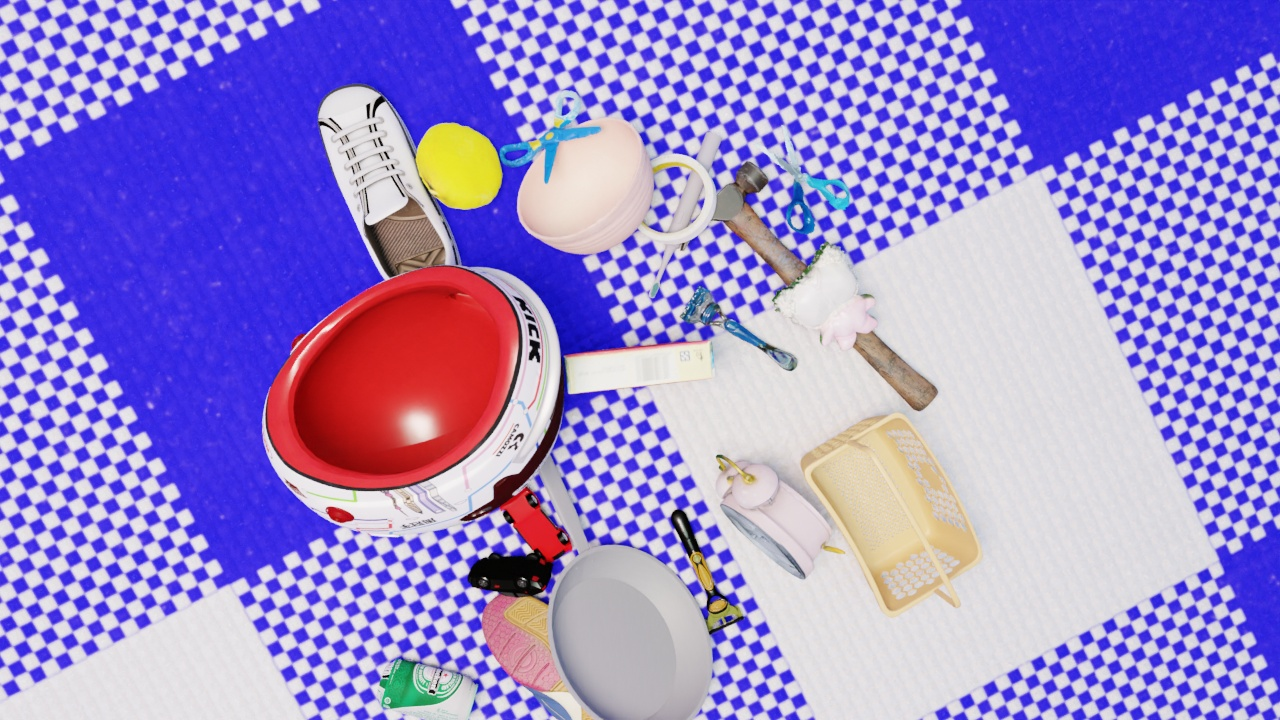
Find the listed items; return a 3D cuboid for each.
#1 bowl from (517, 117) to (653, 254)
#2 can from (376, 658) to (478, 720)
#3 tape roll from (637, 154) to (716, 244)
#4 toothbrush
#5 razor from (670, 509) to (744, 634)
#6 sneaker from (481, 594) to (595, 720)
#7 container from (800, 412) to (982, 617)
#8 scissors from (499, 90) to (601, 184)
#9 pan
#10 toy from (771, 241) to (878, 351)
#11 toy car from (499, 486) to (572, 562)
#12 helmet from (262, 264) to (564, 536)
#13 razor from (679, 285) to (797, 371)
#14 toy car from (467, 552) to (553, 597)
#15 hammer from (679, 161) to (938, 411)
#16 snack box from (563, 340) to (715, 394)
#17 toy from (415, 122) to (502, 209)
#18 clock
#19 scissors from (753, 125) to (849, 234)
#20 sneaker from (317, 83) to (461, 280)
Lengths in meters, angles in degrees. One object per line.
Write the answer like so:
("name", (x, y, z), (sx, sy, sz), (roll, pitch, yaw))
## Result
("bowl", (-0.045, -0.167, 0.942), (0.153, 0.153, 0.076), (-46, 137, 0))
("can", (-0.230, 0.358, 0.989), (0.101, 0.053, 0.053), (17, 92, -4))
("tape roll", (0.033, -0.171, 0.975), (0.094, 0.019, 0.094), (-2, 84, 17))
("toothbrush", (0.046, -0.156, 0.992), (0.018, 0.019, 0.188), (21, 92, -10))
("razor", (0.067, 0.231, 1.017), (0.044, 0.021, 0.144), (-24, 92, -2))
("sneaker", (-0.080, 0.353, 0.993), (0.116, 0.091, 0.242), (-43, 75, -6))
("container", (0.262, 0.156, 0.950), (0.129, 0.167, 0.183), (-30, 94, -2))
("scissors", (-0.092, -0.234, 0.958), (0.126, 0.013, 0.130), (-1, 65, 29))
("pan", (-0.051, 0.224, 0.968), (0.051, 0.200, 0.356), (-44, 71, 40))
("toy", (0.200, -0.060, 0.969), (0.096, 0.041, 0.109), (-44, 102, 6))
("toy car", (-0.114, 0.179, 0.999), (0.038, 0.025, 0.089), (-35, 103, 8))
("helmet", (-0.195, 0.042, 0.879), (0.315, 0.236, 0.231), (-23, 73, 14))
("razor", (0.113, -0.030, 1.004), (0.141, 0.018, 0.044), (31, 90, -5))
("toy car", (-0.140, 0.234, 0.987), (0.092, 0.042, 0.036), (-3, 118, 15))
("hammer", (0.194, -0.060, 1.004), (0.330, 0.033, 0.120), (43, 94, -5))
("snack box", (-0.006, 0.005, 0.936), (0.142, 0.145, 0.040), (-6, 91, -4))
("toy", (-0.187, -0.202, 0.955), (0.095, 0.041, 0.094), (50, 56, -15))
("clock", (0.133, 0.158, 0.970), (0.158, 0.117, 0.058), (45, 79, -5))
("scissors", (0.168, -0.189, 0.980), (0.129, 0.014, 0.118), (36, 62, -13))
("sneaker", (-0.260, -0.166, 0.935), (0.091, 0.097, 0.245), (-21, 95, -2))
